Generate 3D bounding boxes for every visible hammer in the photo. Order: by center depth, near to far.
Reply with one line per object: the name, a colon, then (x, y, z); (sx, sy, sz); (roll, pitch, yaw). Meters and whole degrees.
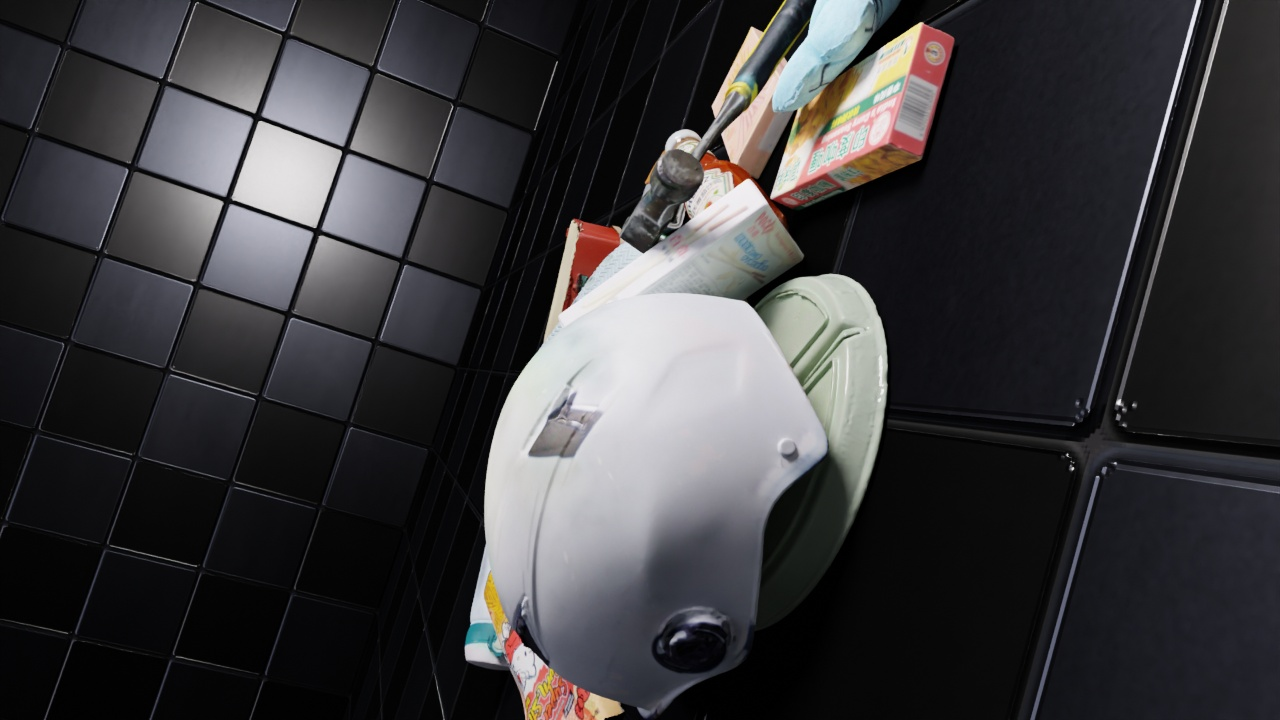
hammer: (0.075, -0.199, 0.665); (0.322, 0.032, 0.126); (-58, 4, -28)

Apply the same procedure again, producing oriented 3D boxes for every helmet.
helmet: (-0.019, 0.075, 0.545); (0.228, 0.146, 0.259); (-105, 36, -64)

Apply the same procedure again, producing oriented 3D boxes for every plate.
plate: (0.076, 0.051, 0.574); (0.230, 0.027, 0.230); (-163, 91, -75)

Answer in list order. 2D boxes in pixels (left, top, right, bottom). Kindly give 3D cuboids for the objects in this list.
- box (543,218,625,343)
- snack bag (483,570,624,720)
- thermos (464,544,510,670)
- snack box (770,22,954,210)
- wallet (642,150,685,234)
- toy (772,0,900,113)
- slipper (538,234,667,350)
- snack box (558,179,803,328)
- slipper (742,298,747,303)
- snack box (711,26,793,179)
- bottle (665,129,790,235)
box: (-0.075, -0.080, 1.096); (0.091, 0.077, 0.168); (-120, 43, -69)
snack bag: (-0.078, 0.259, 0.778); (0.129, 0.073, 0.207); (-64, 30, 22)
thermos: (-0.149, 0.237, 1.046); (0.073, 0.073, 0.223); (132, 152, -54)
snack box: (0.138, -0.150, 0.593); (0.156, 0.027, 0.077); (173, 115, -73)
wallet: (0.023, -0.185, 1.001); (0.130, 0.037, 0.106); (175, 111, -74)
toy: (0.143, -0.239, 0.614); (0.162, 0.050, 0.155); (-49, 13, 39)
slipper: (-0.038, -0.022, 0.945); (0.245, 0.074, 0.104); (-51, 28, 9)
snack box: (0.029, -0.050, 0.622); (0.157, 0.084, 0.027); (-35, 61, 11)
slipper: (0.022, -0.034, 0.749); (0.191, 0.091, 0.081); (-27, 21, 48)
snack box: (0.100, -0.231, 0.812); (0.157, 0.026, 0.085); (-96, 28, -55)
bottle: (0.060, -0.136, 0.735); (0.060, 0.059, 0.206); (-64, 26, 25)
